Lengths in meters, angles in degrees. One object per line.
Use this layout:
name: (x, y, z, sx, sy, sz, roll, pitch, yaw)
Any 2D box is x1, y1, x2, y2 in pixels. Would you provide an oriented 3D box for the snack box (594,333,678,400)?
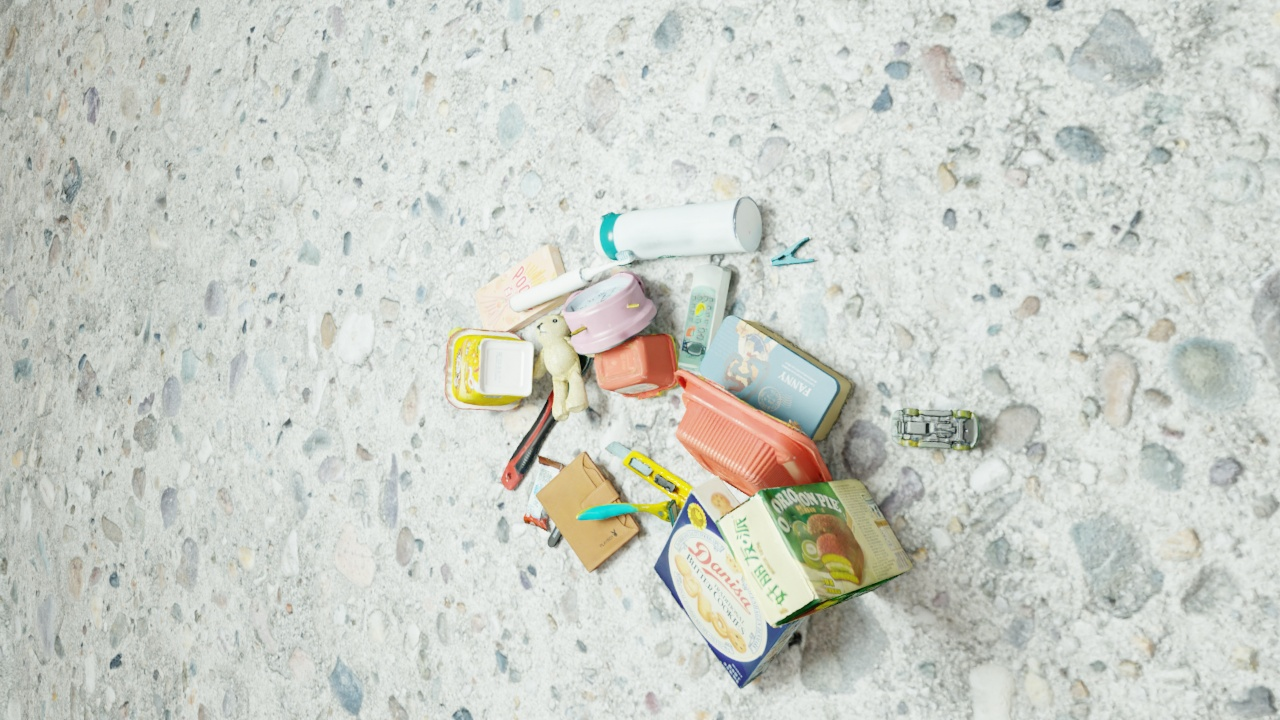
snack box: (-0.007, 0.007, 1.175, 0.091, 0.080, 0.082, -15, 78, 33)

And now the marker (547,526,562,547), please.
marker: (-0.098, 0.207, 1.262, 0.018, 0.015, 0.124, 39, 108, 33)

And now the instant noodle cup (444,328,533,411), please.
instant noodle cup: (-0.204, 0.012, 1.275, 0.124, 0.116, 0.116, 174, 99, -65)

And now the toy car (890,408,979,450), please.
toy car: (0.311, 0.072, 0.967, 0.091, 0.036, 0.043, 2, 86, 37)

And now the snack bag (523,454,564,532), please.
snack bag: (-0.137, 0.187, 1.285, 0.048, 0.026, 0.104, 17, 95, 29)

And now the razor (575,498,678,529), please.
razor: (-0.017, 0.194, 1.168, 0.133, 0.028, 0.043, -4, 124, 12)

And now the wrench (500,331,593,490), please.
wrench: (-0.131, 0.070, 1.298, 0.056, 0.016, 0.274, 38, 107, 35)

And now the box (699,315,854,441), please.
box: (0.161, 0.024, 1.064, 0.184, 0.063, 0.090, 34, 106, 35)

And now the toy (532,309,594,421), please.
toy: (-0.108, 0.007, 1.236, 0.105, 0.066, 0.157, -27, 61, 26)

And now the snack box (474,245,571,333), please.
snack box: (-0.173, -0.095, 1.336, 0.158, 0.026, 0.084, -28, 71, 31)

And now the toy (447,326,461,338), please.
toy: (-0.260, -0.009, 1.379, 0.100, 0.031, 0.096, -27, 77, 47)

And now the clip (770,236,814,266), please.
clip: (0.180, -0.125, 1.093, 0.055, 0.013, 0.034, -22, 72, 33)

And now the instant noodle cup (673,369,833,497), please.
instant noodle cup: (0.117, 0.098, 1.024, 0.189, 0.164, 0.079, 28, 77, 34)

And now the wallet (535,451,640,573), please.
wallet: (-0.069, 0.201, 1.222, 0.108, 0.031, 0.132, -43, 75, 23)

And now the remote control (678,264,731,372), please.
remote control: (0.079, -0.052, 1.147, 0.056, 0.019, 0.135, 14, 95, 54)

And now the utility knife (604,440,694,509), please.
utility knife: (0.021, 0.152, 1.181, 0.190, 0.015, 0.033, 29, 102, 34)

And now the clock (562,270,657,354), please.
clock: (-0.044, -0.067, 1.184, 0.117, 0.158, 0.060, -26, 108, 4)

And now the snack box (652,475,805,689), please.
snack box: (0.100, 0.255, 1.050, 0.178, 0.045, 0.183, 51, 144, 28)

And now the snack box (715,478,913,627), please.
snack box: (0.182, 0.187, 0.925, 0.063, 0.239, 0.114, -40, 66, 28)

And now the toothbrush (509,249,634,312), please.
toothbrush: (-0.094, -0.107, 1.238, 0.222, 0.026, 0.026, -18, 116, 37)

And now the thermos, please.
thermos: (0.040, -0.161, 1.166, 0.225, 0.073, 0.073, 0, 86, 36)
